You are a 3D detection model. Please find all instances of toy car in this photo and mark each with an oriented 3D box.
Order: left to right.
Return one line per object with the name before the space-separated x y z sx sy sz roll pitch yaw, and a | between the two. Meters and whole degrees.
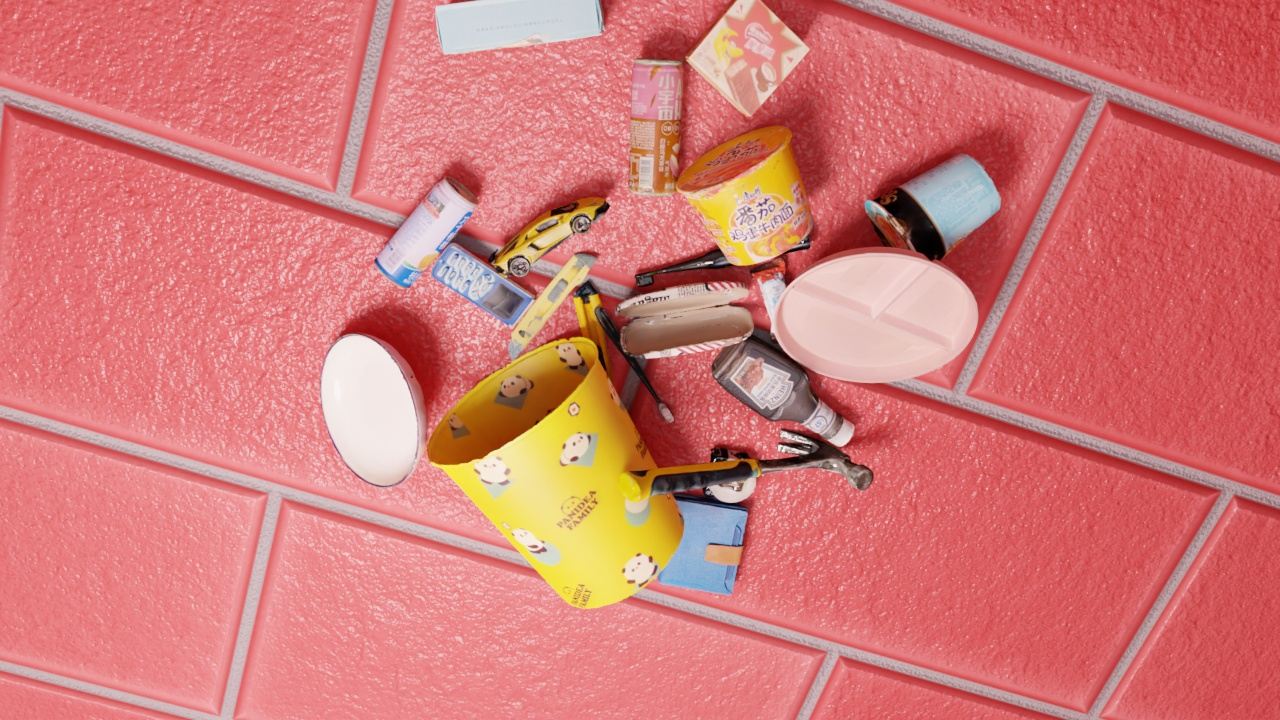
toy car | -0.106 -0.148 1.067 0.156 0.071 0.041 -31 110 8

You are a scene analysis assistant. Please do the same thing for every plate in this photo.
plate | -0.318 0.058 1.116 0.193 0.038 0.192 11 108 36
plate | 0.270 -0.051 1.066 0.229 0.028 0.230 6 143 4

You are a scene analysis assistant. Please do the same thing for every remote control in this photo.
remote control | -0.188 -0.090 1.102 0.125 0.024 0.049 35 106 -24

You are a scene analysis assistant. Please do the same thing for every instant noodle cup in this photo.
instant noodle cup | 0.124 -0.180 1.028 0.138 0.138 0.110 -26 115 8
instant noodle cup | 0.338 -0.170 1.046 0.120 0.111 0.111 -34 106 5

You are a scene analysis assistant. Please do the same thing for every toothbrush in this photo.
toothbrush | -0.007 0.007 1.143 0.015 0.018 0.181 -33 109 2
toothbrush | 0.096 -0.121 1.099 0.213 0.026 0.027 -14 101 5

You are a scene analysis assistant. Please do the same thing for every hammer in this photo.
hammer | 0.118 0.129 1.083 0.322 0.126 0.032 -3 112 -32

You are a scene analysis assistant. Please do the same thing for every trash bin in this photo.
trash bin | -0.086 0.140 1.097 0.230 0.229 0.255 -29 113 9

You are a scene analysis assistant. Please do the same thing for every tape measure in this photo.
tape measure | 0.117 0.150 1.191 0.066 0.033 0.066 10 111 -3

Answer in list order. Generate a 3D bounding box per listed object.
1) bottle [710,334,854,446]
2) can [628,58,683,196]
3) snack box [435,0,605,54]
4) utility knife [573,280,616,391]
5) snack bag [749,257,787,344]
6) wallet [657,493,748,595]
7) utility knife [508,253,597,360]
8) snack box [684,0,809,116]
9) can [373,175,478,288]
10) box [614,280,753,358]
bottle | 0.183 0.043 1.148 0.195 0.044 0.080 34 107 -12
can | 0.017 -0.262 1.032 0.058 0.057 0.147 2 109 -1
snack box | -0.127 -0.365 0.987 0.175 0.074 0.052 -6 109 2
utility knife | -0.049 0.002 1.147 0.033 0.015 0.209 -11 109 4
snack bag | 0.168 -0.071 1.116 0.045 0.026 0.105 -21 110 -1
wallet | 0.083 0.246 1.224 0.106 0.040 0.133 9 110 1
utility knife | -0.113 -0.068 1.125 0.031 0.018 0.168 42 110 9
snack box | 0.113 -0.334 0.997 0.093 0.077 0.094 40 104 -12
can | -0.251 -0.150 1.074 0.053 0.053 0.135 41 104 -13
box | 0.051 -0.060 1.096 0.163 0.076 0.088 -9 132 5
